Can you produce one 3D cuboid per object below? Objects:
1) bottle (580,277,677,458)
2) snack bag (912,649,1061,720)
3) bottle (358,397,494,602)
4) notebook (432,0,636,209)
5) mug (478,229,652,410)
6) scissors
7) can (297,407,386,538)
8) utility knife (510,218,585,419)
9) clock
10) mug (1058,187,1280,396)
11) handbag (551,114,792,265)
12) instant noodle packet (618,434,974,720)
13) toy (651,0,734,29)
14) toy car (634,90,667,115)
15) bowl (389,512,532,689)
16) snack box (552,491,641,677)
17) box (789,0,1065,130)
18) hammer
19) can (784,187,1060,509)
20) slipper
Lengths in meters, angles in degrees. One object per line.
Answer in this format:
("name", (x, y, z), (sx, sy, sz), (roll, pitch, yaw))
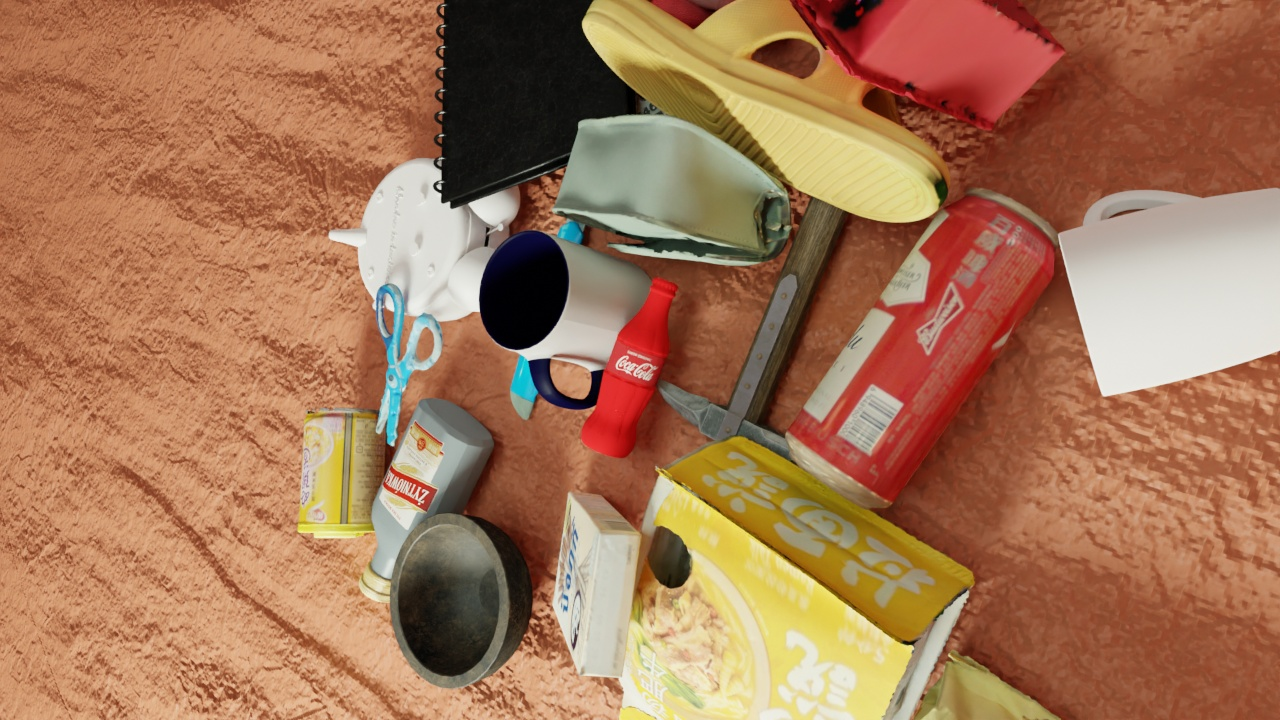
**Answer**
("bottle", (-0.004, 0.004, 0.601), (0.036, 0.036, 0.119), (26, 99, 35))
("snack bag", (0.171, 0.286, 0.436), (0.160, 0.068, 0.247), (23, 98, 35))
("bottle", (-0.176, 0.115, 0.724), (0.072, 0.046, 0.161), (35, 104, 35))
("notebook", (-0.084, -0.237, 0.676), (0.169, 0.019, 0.231), (-14, 68, 27))
("mug", (-0.047, -0.023, 0.618), (0.079, 0.096, 0.112), (-8, 79, 35))
("scissors", (-0.198, 0.004, 0.725), (0.090, 0.014, 0.141), (45, 128, 24))
("can", (-0.248, 0.094, 0.766), (0.068, 0.067, 0.105), (-6, 80, 35))
("utility knife", (-0.061, -0.057, 0.684), (0.031, 0.015, 0.209), (25, 102, 34))
("clock", (-0.171, -0.097, 0.733), (0.161, 0.072, 0.125), (2, 85, 36))
("mug", (0.250, -0.045, 0.429), (0.088, 0.081, 0.114), (-16, 43, 27))
("handbag", (0.016, -0.097, 0.560), (0.122, 0.106, 0.067), (18, 90, 55))
("instant noodle packet", (0.065, 0.180, 0.524), (0.163, 0.084, 0.222), (30, 118, 32))
("toy", (0.060, -0.281, 0.602), (0.124, 0.096, 0.131), (25, 117, 42))
("toy car", (0.001, -0.182, 0.642), (0.049, 0.040, 0.112), (-34, 65, 26))
("bowl", (-0.121, 0.172, 0.670), (0.121, 0.056, 0.121), (-6, 80, 35))
("snack box", (-0.031, 0.133, 0.572), (0.150, 0.026, 0.082), (-177, 94, -79))
("box", (0.064, -0.235, 0.402), (0.124, 0.315, 0.211), (-34, 60, 15))
("hammer", (0.110, -0.092, 0.558), (0.147, 0.028, 0.317), (26, 99, 36))
("can", (0.147, -0.005, 0.482), (0.067, 0.067, 0.170), (37, 96, 33))
("slipper", (0.074, -0.161, 0.521), (0.263, 0.099, 0.078), (37, 86, 33))
